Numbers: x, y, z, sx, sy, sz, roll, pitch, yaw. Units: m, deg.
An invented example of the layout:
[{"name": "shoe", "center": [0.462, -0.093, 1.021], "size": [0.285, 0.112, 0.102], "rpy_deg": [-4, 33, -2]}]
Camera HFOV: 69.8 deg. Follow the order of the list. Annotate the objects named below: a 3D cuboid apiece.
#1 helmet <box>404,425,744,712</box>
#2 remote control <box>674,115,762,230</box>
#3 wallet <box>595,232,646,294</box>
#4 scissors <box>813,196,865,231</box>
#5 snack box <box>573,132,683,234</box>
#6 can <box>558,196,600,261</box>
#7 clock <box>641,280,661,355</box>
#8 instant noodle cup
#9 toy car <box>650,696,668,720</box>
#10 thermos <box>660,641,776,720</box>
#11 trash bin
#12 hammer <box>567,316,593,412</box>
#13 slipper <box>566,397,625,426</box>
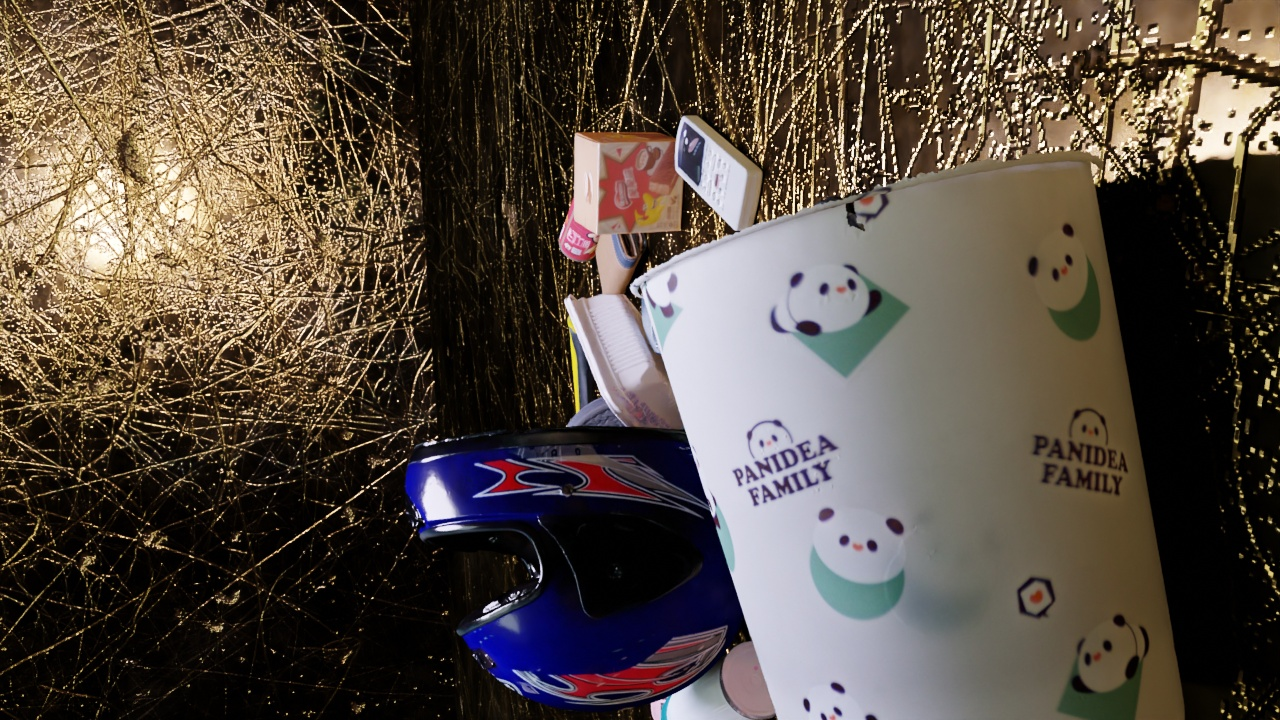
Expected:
[{"name": "helmet", "center": [-0.054, 0.192, 0.835], "size": [0.248, 0.315, 0.240], "rpy_deg": [115, 154, -70]}, {"name": "remote control", "center": [0.067, -0.174, 0.838], "size": [0.150, 0.021, 0.058], "rpy_deg": [-124, 34, -50]}, {"name": "wallet", "center": [-0.027, -0.129, 1.092], "size": [0.115, 0.033, 0.090], "rpy_deg": [120, 142, -59]}, {"name": "scissors", "center": [0.140, -0.016, 0.704], "size": [0.235, 0.021, 0.142], "rpy_deg": [97, 165, -49]}, {"name": "snack box", "center": [-0.013, -0.184, 0.946], "size": [0.077, 0.094, 0.093], "rpy_deg": [-136, 45, -60]}, {"name": "can", "center": [-0.063, -0.179, 1.141], "size": [0.133, 0.053, 0.053], "rpy_deg": [122, 138, -59]}, {"name": "clock", "center": [0.034, -0.050, 0.912], "size": [0.122, 0.055, 0.082], "rpy_deg": [-155, 61, -68]}, {"name": "instant noodle cup", "center": [-0.006, 0.006, 0.966], "size": [0.138, 0.060, 0.173], "rpy_deg": [49, -166, -47]}, {"name": "toy car", "center": [0.038, 0.406, 1.056], "size": [0.122, 0.037, 0.056], "rpy_deg": [-157, 62, -66]}, {"name": "thermos", "center": [0.075, 0.332, 0.897], "size": [0.225, 0.073, 0.073], "rpy_deg": [117, 142, -57]}, {"name": "trash bin", "center": [0.135, 0.057, 0.452], "size": [0.230, 0.229, 0.252], "rpy_deg": [156, 101, -69]}, {"name": "hammer", "center": [-0.071, 0.088, 1.223], "size": [0.126, 0.031, 0.324], "rpy_deg": [-129, 31, -52]}, {"name": "slipper", "center": [-0.055, 0.131, 1.132], "size": [0.083, 0.110, 0.269], "rpy_deg": [-111, 21, -46]}]
